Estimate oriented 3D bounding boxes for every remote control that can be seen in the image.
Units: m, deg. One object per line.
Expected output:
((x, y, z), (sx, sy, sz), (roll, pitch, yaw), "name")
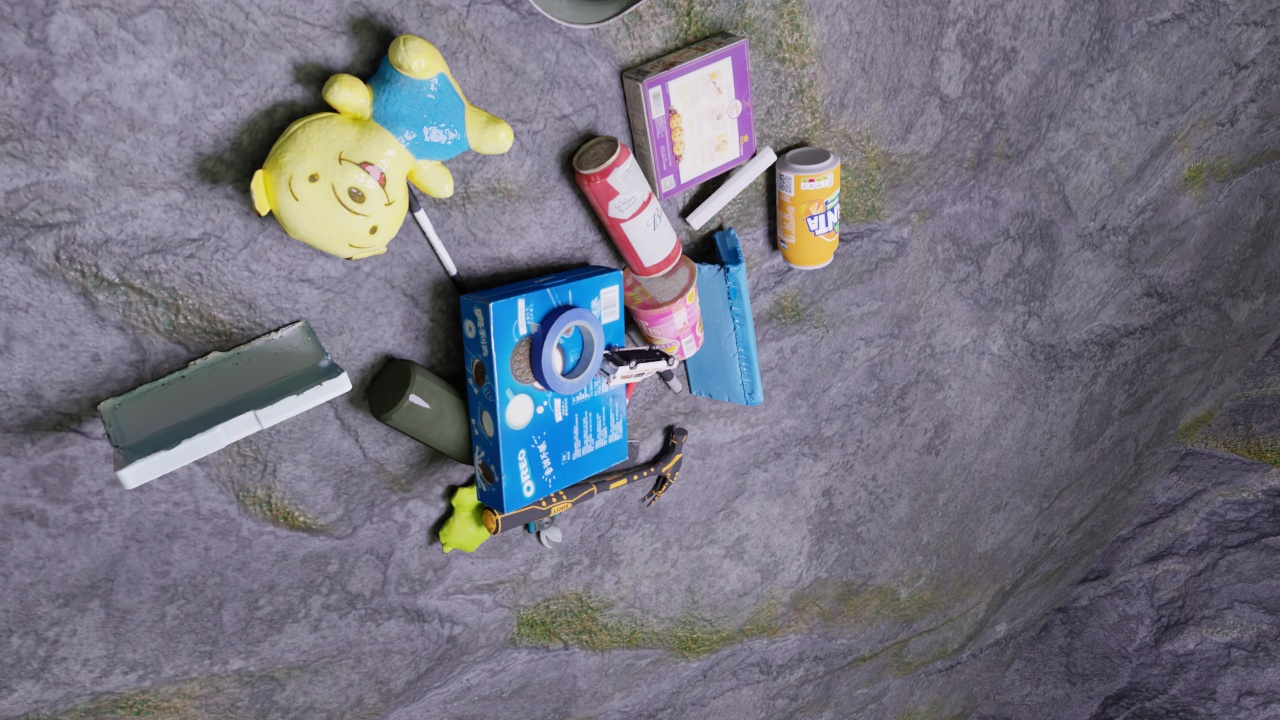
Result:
((-0.063, 0.128, 1.202), (0.146, 0.008, 0.045), (0, 116, -38), "remote control")
((0.109, -0.205, 1.101), (0.131, 0.012, 0.033), (-41, 163, 11), "remote control")

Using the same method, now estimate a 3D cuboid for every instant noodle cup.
((0.031, -0.059, 1.107), (0.097, 0.098, 0.109), (-37, 138, -15), "instant noodle cup")

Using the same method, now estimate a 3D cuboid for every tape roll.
((-0.076, -0.011, 0.975), (0.092, 0.016, 0.091), (-25, 118, -43), "tape roll")

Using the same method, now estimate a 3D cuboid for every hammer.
((-0.065, 0.170, 1.186), (0.319, 0.036, 0.123), (-12, 130, -41), "hammer")

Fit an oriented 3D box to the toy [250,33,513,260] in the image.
((-0.237, -0.183, 0.823), (0.214, 0.084, 0.149), (-47, 128, -4), "toy")

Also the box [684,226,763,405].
((0.094, -0.046, 1.188), (0.102, 0.094, 0.232), (-10, 130, 5), "box")

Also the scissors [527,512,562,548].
((-0.132, 0.188, 1.176), (0.127, 0.019, 0.153), (9, 114, -37), "scissors")

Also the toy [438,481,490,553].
((-0.205, 0.187, 1.108), (0.094, 0.036, 0.094), (-29, 126, -30), "toy")

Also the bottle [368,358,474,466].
((-0.201, 0.072, 1.015), (0.071, 0.071, 0.206), (-52, 135, 0), "bottle")

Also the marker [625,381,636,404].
((-0.023, 0.061, 1.182), (0.012, 0.013, 0.142), (12, 104, -42), "marker")

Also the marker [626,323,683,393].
((0.019, -0.002, 1.183), (0.016, 0.016, 0.140), (-45, 134, -7), "marker")

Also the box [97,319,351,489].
((-0.367, 0.036, 0.814), (0.196, 0.136, 0.049), (-26, 130, -24), "box")

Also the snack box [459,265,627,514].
((-0.099, 0.027, 1.018), (0.195, 0.056, 0.239), (-20, 116, -45), "snack box")

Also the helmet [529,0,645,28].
((-0.043, -0.420, 0.780), (0.227, 0.154, 0.268), (30, 91, -46), "helmet")

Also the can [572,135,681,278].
((-0.013, -0.167, 1.020), (0.067, 0.067, 0.170), (-43, 134, -10), "can")

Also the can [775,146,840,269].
((0.214, -0.195, 1.175), (0.079, 0.079, 0.143), (-26, 129, -24), "can")

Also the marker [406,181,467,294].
((-0.210, -0.124, 0.930), (0.011, 0.011, 0.152), (-37, 133, -15), "marker")

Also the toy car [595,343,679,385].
((-0.006, 0.006, 1.052), (0.112, 0.039, 0.039), (-5, 124, -51), "toy car")

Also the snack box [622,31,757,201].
((0.060, -0.274, 1.031), (0.147, 0.040, 0.144), (-29, 130, -22), "snack box")
